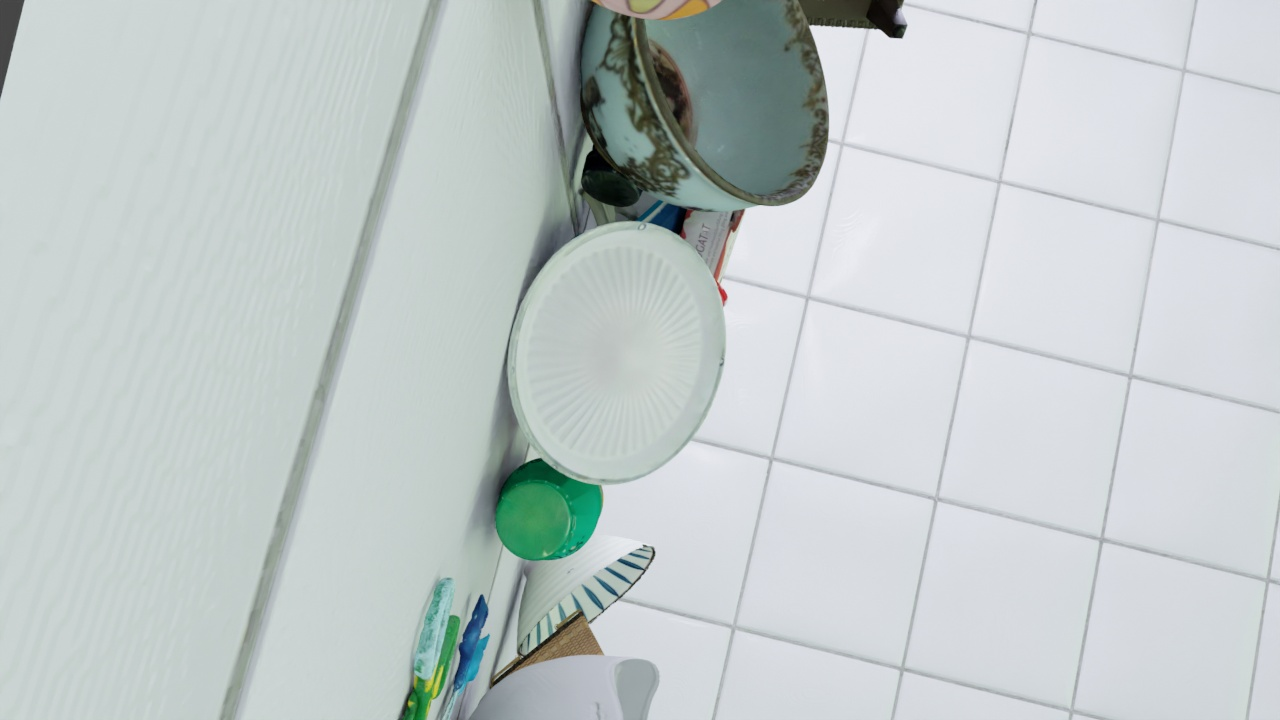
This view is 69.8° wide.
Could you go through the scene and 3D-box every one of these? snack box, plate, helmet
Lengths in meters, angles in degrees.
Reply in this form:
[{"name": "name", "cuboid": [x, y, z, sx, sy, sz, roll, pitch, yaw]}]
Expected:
[{"name": "snack box", "cuboid": [0.049, -0.070, 0.769, 0.274, 0.044, 0.076, 106, 10, -45]}, {"name": "plate", "cuboid": [-0.011, -0.004, 0.541, 0.014, 0.156, 0.157, 15, -89, 51]}, {"name": "helmet", "cuboid": [-0.056, 0.342, 0.662, 0.282, 0.183, 0.224, -126, -147, -73]}]

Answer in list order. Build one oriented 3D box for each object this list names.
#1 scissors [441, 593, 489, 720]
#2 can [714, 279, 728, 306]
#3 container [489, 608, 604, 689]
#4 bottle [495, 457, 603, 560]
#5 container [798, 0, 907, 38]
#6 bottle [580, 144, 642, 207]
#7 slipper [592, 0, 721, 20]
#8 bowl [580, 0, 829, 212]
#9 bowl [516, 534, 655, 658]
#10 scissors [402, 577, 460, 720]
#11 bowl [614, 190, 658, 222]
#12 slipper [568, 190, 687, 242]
[{"name": "scissors", "cuboid": [-0.118, 0.207, 0.594, 0.127, 0.014, 0.129, -67, 175, -62]}, {"name": "can", "cuboid": [-0.004, 0.004, 0.608, 0.142, 0.074, 0.074, -59, 175, -13]}, {"name": "container", "cuboid": [-0.087, 0.312, 0.916, 0.113, 0.061, 0.063, -33, 157, -29]}, {"name": "bottle", "cuboid": [-0.061, 0.098, 0.612, 0.210, 0.068, 0.068, 96, 7, -85]}, {"name": "container", "cuboid": [0.154, -0.423, 0.709, 0.322, 0.176, 0.204, 103, -20, -46]}, {"name": "bottle", "cuboid": [0.001, -0.178, 0.603, 0.056, 0.056, 0.160, 102, 4, -71]}, {"name": "slipper", "cuboid": [0.015, -0.192, 0.333, 0.082, 0.093, 0.197, 130, -24, -67]}, {"name": "bowl", "cuboid": [0.023, -0.151, 0.514, 0.094, 0.160, 0.159, -12, -126, 43]}, {"name": "bowl", "cuboid": [-0.074, 0.229, 0.966, 0.177, 0.071, 0.177, -34, 157, -17]}, {"name": "scissors", "cuboid": [-0.107, 0.164, 0.449, 0.127, 0.012, 0.122, -78, 180, -60]}, {"name": "bowl", "cuboid": [0.000, -0.148, 0.858, 0.132, 0.064, 0.132, 35, 68, -89]}, {"name": "slipper", "cuboid": [-0.026, -0.072, 0.675, 0.294, 0.060, 0.118, -38, 149, -68]}]
